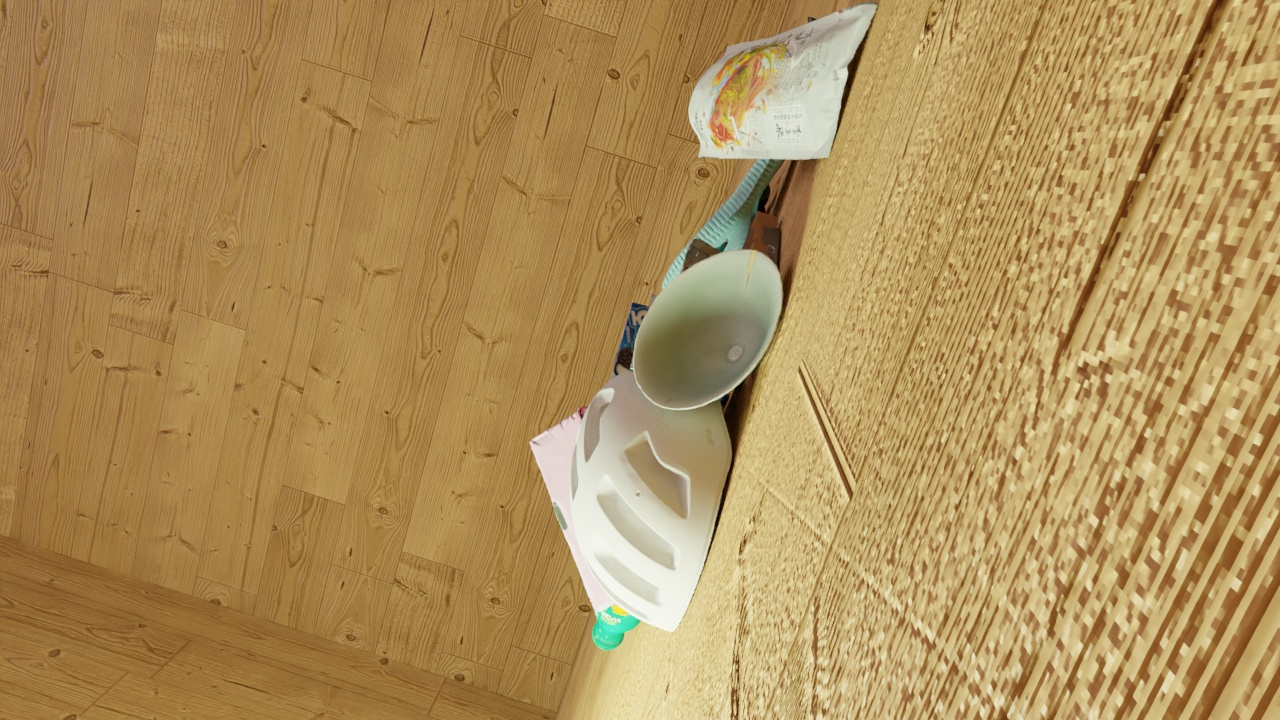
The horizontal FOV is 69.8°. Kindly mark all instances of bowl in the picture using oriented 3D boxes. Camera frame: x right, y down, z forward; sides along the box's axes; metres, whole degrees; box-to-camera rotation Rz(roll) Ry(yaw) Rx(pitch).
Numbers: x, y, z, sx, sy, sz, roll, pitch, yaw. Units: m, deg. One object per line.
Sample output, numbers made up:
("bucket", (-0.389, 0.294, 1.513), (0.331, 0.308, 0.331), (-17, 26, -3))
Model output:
("bowl", (0.080, -0.017, 0.880), (0.175, 0.068, 0.173), (-25, 45, 28))

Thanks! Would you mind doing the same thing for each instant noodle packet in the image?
("instant noodle packet", (0.135, -0.279, 0.952), (0.269, 0.057, 0.147), (24, 101, 65))

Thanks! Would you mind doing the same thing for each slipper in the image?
("slipper", (0.128, -0.183, 1.188), (0.277, 0.069, 0.115), (-51, 4, 22))

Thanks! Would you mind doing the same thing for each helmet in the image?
("helmet", (0.022, 0.133, 0.929), (0.225, 0.183, 0.281), (102, 164, -46))

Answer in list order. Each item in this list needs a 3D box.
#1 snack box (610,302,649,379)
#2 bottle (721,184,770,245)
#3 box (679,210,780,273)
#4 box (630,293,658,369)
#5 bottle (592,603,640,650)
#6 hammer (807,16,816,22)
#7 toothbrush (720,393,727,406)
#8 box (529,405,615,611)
("snack box", (-0.007, 0.007, 1.238), (0.225, 0.059, 0.059), (-77, 0, -54))
("bottle", (0.149, -0.206, 1.317), (0.161, 0.056, 0.056), (108, 180, -69))
("box", (0.108, -0.099, 1.013), (0.108, 0.095, 0.215), (-44, 14, 27))
("box", (0.083, -0.063, 1.208), (0.175, 0.063, 0.243), (-32, 18, 22))
("bottle", (-0.027, 0.329, 1.231), (0.210, 0.068, 0.067), (108, 180, -49))
("hammer", (0.218, -0.376, 1.373), (0.334, 0.033, 0.132), (106, 180, -69))
("toothbrush", (0.085, 0.061, 1.100), (0.021, 0.016, 0.132), (-44, -10, -19))
("box", (-0.057, 0.180, 1.109), (0.100, 0.098, 0.232), (108, 141, -65))
